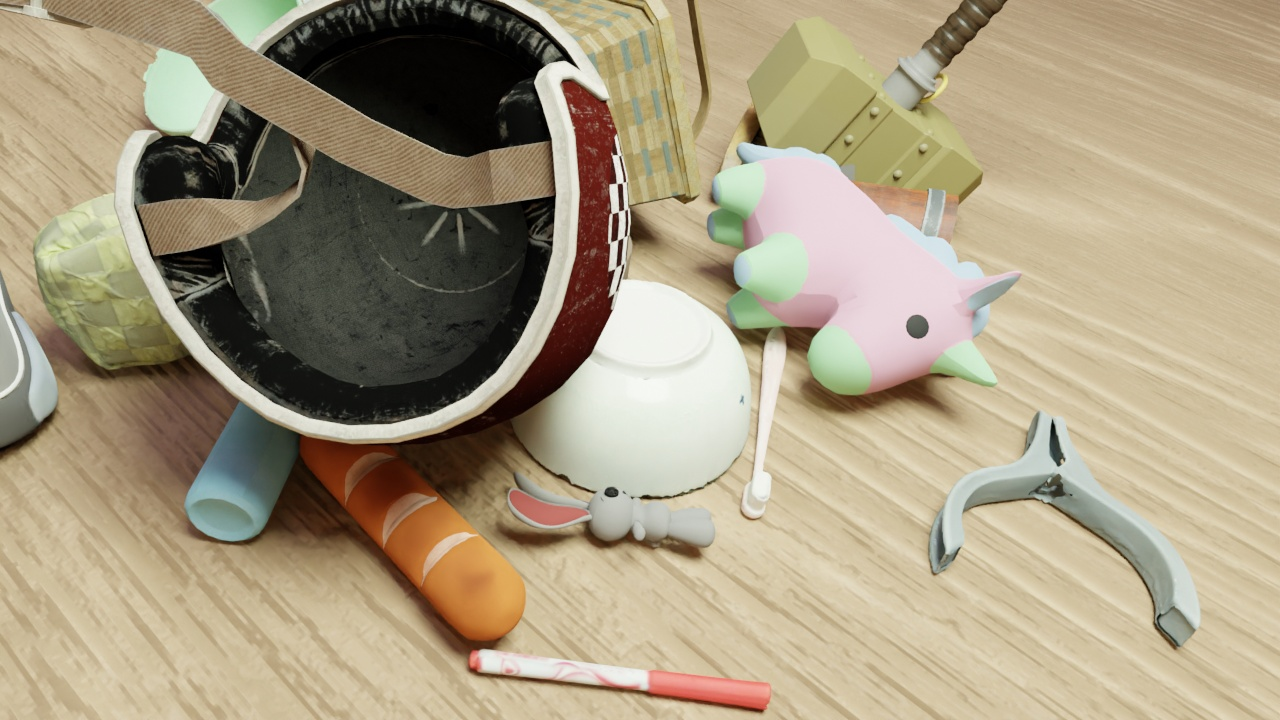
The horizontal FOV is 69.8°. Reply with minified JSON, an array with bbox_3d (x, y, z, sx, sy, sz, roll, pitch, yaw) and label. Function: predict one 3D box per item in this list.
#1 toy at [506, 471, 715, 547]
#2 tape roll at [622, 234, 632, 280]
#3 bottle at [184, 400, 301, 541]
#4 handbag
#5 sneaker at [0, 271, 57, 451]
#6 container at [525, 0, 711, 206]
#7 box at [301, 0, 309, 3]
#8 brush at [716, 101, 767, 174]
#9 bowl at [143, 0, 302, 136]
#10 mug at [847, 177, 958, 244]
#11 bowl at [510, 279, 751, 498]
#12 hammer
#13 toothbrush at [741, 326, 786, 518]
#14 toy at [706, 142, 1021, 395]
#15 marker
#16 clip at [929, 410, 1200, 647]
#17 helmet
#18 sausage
[{"bbox_3d":[-0.016,0.082,0.494,0.111,0.030,0.049,9,11,-4],"label":"toy"},{"bbox_3d":[-0.054,-0.077,0.673,0.093,0.030,0.093,6,40,-5],"label":"tape roll"},{"bbox_3d":[-0.203,0.037,0.501,0.040,0.040,0.129,8,40,-3],"label":"bottle"},{"bbox_3d":[-0.265,-0.072,0.565,0.186,0.113,0.117,-20,40,-29],"label":"handbag"},{"bbox_3d":[-0.406,-0.070,0.493,0.092,0.161,0.256,-23,51,-33],"label":"sneaker"},{"bbox_3d":[-0.029,-0.222,0.723,0.186,0.158,0.250,-26,36,-17],"label":"container"},{"bbox_3d":[-0.229,-0.305,0.767,0.130,0.210,0.105,2,-4,-4],"label":"box"},{"bbox_3d":[0.109,-0.201,0.833,0.043,0.059,0.194,26,44,5],"label":"brush"},{"bbox_3d":[-0.311,-0.221,0.735,0.151,0.077,0.150,-10,60,18],"label":"bowl"},{"bbox_3d":[0.174,-0.085,0.704,0.111,0.081,0.117,14,64,11],"label":"mug"},{"bbox_3d":[-0.003,0.003,0.557,0.153,0.073,0.153,5,40,-4],"label":"bowl"},{"bbox_3d":[0.255,-0.266,0.702,0.190,0.326,0.100,27,34,-23],"label":"hammer"},{"bbox_3d":[0.082,0.030,0.586,0.015,0.018,0.180,19,39,-1],"label":"toothbrush"},{"bbox_3d":[0.142,-0.071,0.626,0.171,0.120,0.221,-7,59,-6],"label":"toy"},{"bbox_3d":[-0.010,0.149,0.430,0.142,0.013,0.012,8,40,-2],"label":"marker"},{"bbox_3d":[0.220,0.093,0.532,0.164,0.031,0.168,-1,40,-15],"label":"clip"},{"bbox_3d":[-0.124,-0.075,0.438,0.233,0.234,0.253,-8,11,4],"label":"helmet"},{"bbox_3d":[-0.117,0.081,0.464,0.164,0.044,0.039,37,72,29],"label":"sausage"}]
